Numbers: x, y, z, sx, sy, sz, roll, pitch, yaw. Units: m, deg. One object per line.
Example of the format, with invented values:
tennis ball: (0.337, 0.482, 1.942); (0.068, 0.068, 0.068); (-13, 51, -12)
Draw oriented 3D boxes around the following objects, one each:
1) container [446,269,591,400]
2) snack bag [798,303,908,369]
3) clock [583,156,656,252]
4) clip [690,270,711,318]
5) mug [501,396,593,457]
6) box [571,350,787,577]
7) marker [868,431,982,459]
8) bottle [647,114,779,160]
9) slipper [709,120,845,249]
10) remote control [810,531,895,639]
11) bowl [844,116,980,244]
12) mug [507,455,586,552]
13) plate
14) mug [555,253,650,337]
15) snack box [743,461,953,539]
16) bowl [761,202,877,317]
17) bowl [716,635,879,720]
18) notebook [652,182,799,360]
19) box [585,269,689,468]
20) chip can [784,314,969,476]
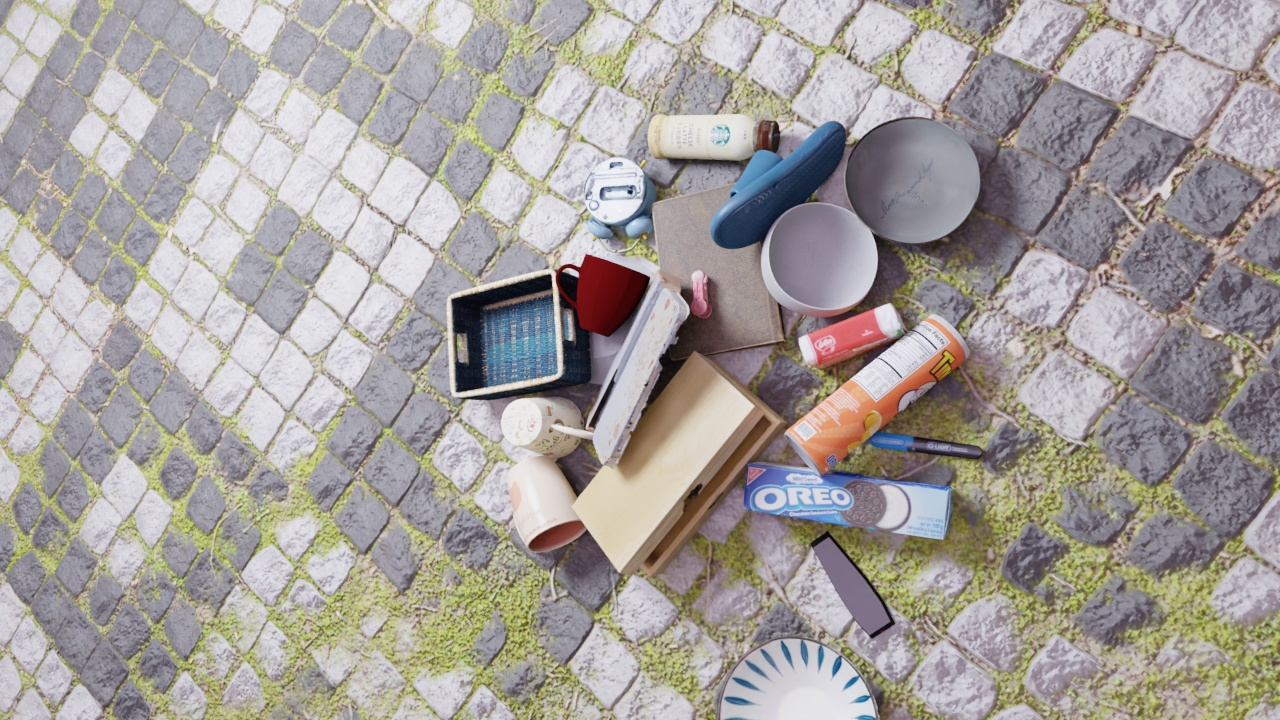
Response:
container: (-0.160, -0.029, 1.205); (0.188, 0.071, 0.145); (-10, 79, 31)
snack bag: (0.243, -0.026, 1.047); (0.116, 0.077, 0.036); (-22, 77, 18)
clock: (-0.026, -0.202, 1.197); (0.089, 0.051, 0.124); (1, 84, 21)
clip: (0.076, -0.079, 1.119); (0.022, 0.038, 0.059); (-4, 83, 25)
mug: (-0.111, 0.087, 1.167); (0.122, 0.097, 0.081); (14, 88, 23)
box: (0.036, 0.122, 1.090); (0.140, 0.122, 0.249); (42, 99, 17)
marker: (0.320, 0.096, 1.033); (0.123, 0.015, 0.018); (6, 84, 22)
bottle: (0.092, -0.281, 1.156); (0.162, 0.056, 0.056); (6, 85, 23)
slipper: (0.159, -0.207, 1.078); (0.213, 0.104, 0.059); (-39, 61, -15)
remote control: (0.239, 0.254, 1.047); (0.039, 0.010, 0.124); (-38, 70, 14)
bowl: (0.308, -0.198, 1.050); (0.151, 0.057, 0.150); (-2, 79, 11)
mug: (-0.131, 0.189, 1.179); (0.112, 0.085, 0.104); (-51, 54, 40)
plate: (-0.049, -0.056, 1.204); (0.173, 0.019, 0.172); (-3, 82, 22)
mug: (-0.055, -0.081, 1.143); (0.114, 0.087, 0.088); (19, 93, -16)
snack box: (0.233, 0.156, 1.038); (0.227, 0.059, 0.059); (6, 89, 23)
bowl: (0.204, -0.112, 1.071); (0.132, 0.064, 0.131); (1, 78, -5)
bowl: (0.179, 0.397, 1.014); (0.177, 0.071, 0.177); (-7, 71, 21)
notebook: (0.116, -0.113, 1.135); (0.190, 0.034, 0.215); (-9, 80, 20)
box: (-0.002, 0.009, 1.092); (0.058, 0.153, 0.217); (23, 109, -10)
chip can: (0.260, 0.038, 1.013); (0.210, 0.062, 0.062); (-39, 70, -1)
